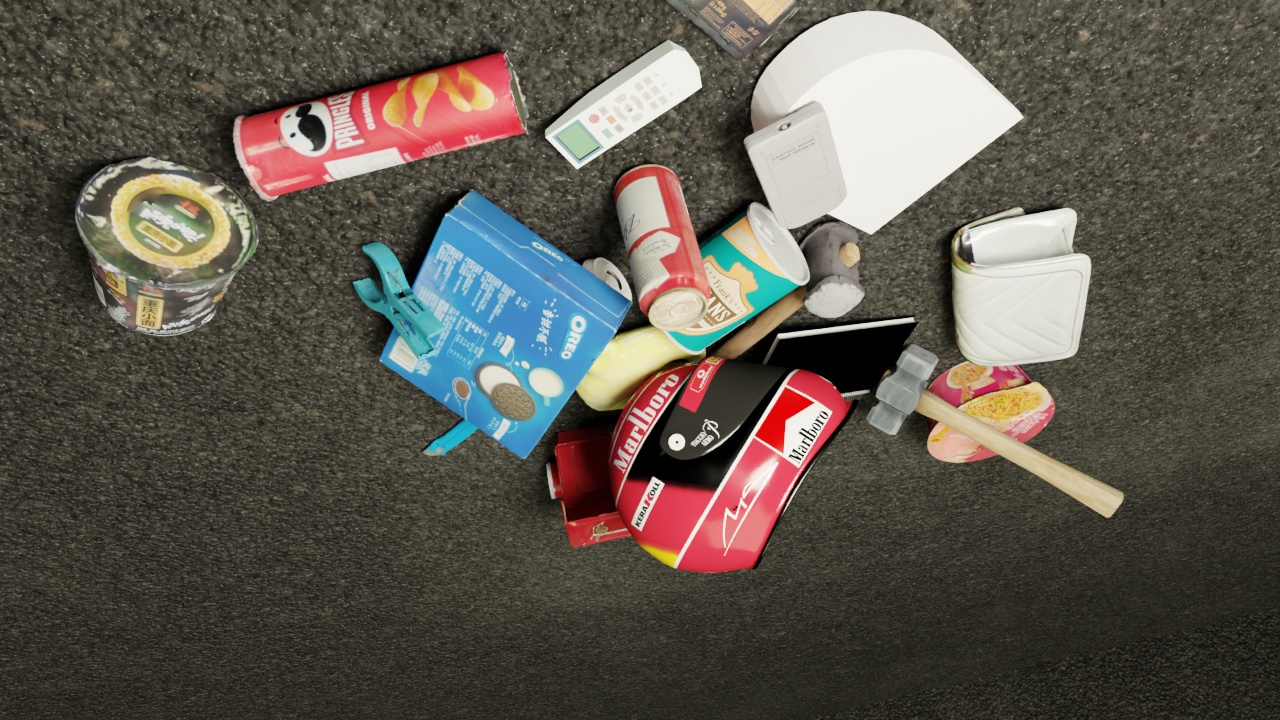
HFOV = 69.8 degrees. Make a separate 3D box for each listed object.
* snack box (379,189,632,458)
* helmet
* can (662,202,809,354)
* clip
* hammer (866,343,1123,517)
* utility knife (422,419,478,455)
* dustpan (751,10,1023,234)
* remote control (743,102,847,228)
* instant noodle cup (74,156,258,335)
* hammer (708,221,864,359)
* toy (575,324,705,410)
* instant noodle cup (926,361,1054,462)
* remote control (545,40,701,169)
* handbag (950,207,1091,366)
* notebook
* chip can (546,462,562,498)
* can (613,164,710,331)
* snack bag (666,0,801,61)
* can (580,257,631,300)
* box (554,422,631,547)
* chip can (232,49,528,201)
[{"bbox_3d":[-0.146,-0.029,0.947,0.195,0.056,0.240,35,131,-3],"label":"snack box"},{"bbox_3d":[0.083,0.104,1.048,0.271,0.225,0.197,-60,168,0],"label":"helmet"},{"bbox_3d":[0.091,-0.085,0.976,0.144,0.099,0.099,-34,138,28],"label":"can"},{"bbox_3d":[-0.254,-0.051,0.932,0.121,0.130,0.031,-28,179,44],"label":"clip"},{"bbox_3d":[0.458,0.103,1.186,0.051,0.323,0.117,-35,151,-55],"label":"hammer"},{"bbox_3d":[-0.205,0.070,1.176,0.031,0.015,0.226,21,132,-42],"label":"utility knife"},{"bbox_3d":[0.222,-0.232,0.887,0.257,0.053,0.192,12,139,-45],"label":"dustpan"},{"bbox_3d":[0.148,-0.177,0.856,0.074,0.019,0.151,-25,151,10],"label":"remote control"},{"bbox_3d":[-0.424,-0.093,0.816,0.137,0.137,0.113,11,146,-27],"label":"instant noodle cup"},{"bbox_3d":[0.139,-0.039,1.080,0.052,0.097,0.329,21,142,-24],"label":"hammer"},{"bbox_3d":[-0.007,0.006,1.103,0.171,0.064,0.154,-34,143,27],"label":"toy"},{"bbox_3d":[0.481,0.064,1.298,0.178,0.077,0.179,-7,142,-6],"label":"instant noodle cup"},{"bbox_3d":[-0.015,-0.230,0.819,0.144,0.024,0.049,-29,140,19],"label":"remote control"},{"bbox_3d":[0.440,-0.083,1.082,0.142,0.096,0.199,-5,146,15],"label":"handbag"},{"bbox_3d":[0.238,0.005,1.177,0.206,0.016,0.149,-7,144,-23],"label":"notebook"},{"bbox_3d":[-0.023,0.154,1.302,0.214,0.051,0.052,-9,143,-4],"label":"chip can"},{"bbox_3d":[0.019,-0.109,0.866,0.067,0.170,0.067,-8,144,-6],"label":"can"},{"bbox_3d":[0.059,-0.308,0.742,0.075,0.018,0.155,-36,137,30],"label":"snack bag"},{"bbox_3d":[-0.078,-0.052,0.999,0.129,0.071,0.072,-32,139,26],"label":"can"},{"bbox_3d":[-0.033,0.157,1.229,0.157,0.156,0.147,-10,149,-6],"label":"box"},{"bbox_3d":[-0.213,-0.198,0.771,0.233,0.073,0.073,-14,143,2],"label":"chip can"}]
